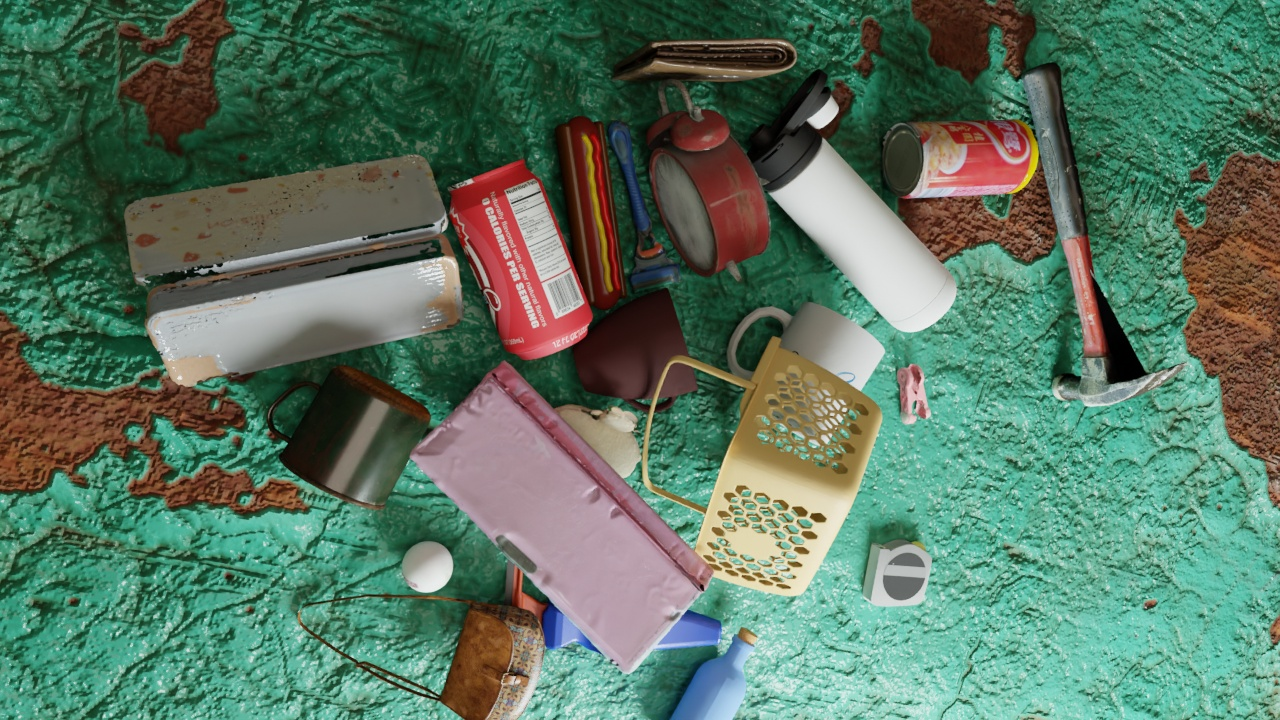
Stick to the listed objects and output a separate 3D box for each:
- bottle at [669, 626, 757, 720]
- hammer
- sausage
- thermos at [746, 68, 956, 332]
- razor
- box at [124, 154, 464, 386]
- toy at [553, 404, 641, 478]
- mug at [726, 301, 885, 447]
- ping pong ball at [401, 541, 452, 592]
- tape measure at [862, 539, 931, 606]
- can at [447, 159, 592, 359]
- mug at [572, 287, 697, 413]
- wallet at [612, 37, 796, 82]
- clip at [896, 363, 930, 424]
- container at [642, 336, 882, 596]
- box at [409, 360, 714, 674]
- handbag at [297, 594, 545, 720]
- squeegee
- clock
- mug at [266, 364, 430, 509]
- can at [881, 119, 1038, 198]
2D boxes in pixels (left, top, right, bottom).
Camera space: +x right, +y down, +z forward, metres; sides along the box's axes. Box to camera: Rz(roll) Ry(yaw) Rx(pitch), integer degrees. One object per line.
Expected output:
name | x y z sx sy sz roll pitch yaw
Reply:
bottle | 0.067 0.302 0.827 0.048 0.048 0.131 31 87 -20
hammer | 0.414 -0.116 0.859 0.036 0.141 0.326 -15 94 -16
sausage | -0.039 -0.117 0.740 0.040 0.040 0.155 -11 101 -17
thermos | 0.192 -0.131 0.793 0.230 0.068 0.101 42 109 -18
razor | -0.001 -0.129 0.762 0.044 0.018 0.141 -12 100 9
box | -0.249 -0.070 0.678 0.217 0.095 0.115 -13 132 -16
toy | -0.039 0.067 0.756 0.087 0.050 0.112 32 117 -17
mug | 0.135 0.002 0.800 0.119 0.083 0.096 33 86 8
ping pong ball | -0.170 0.165 0.734 0.040 0.040 0.040 -2 98 -18
tape measure | 0.249 0.206 0.892 0.065 0.017 0.064 7 95 -19
can | -0.092 -0.076 0.709 0.074 0.074 0.142 -24 104 -14
mug | -0.004 0.004 0.756 0.088 0.087 0.114 -17 131 2
wallet | 0.048 -0.233 0.721 0.121 0.099 0.027 -6 101 -17
clip | 0.254 0.034 0.870 0.044 0.023 0.060 -38 113 -12
container | 0.079 0.084 0.721 0.167 0.184 0.128 23 51 10
box | -0.066 0.124 0.689 0.232 0.100 0.106 47 45 -5
handbag | -0.175 0.226 0.727 0.195 0.043 0.093 18 94 -7
squeegee | -0.023 0.226 0.782 0.185 0.055 0.249 4 93 -3
clock | 0.053 -0.146 0.726 0.061 0.110 0.157 -25 111 -13
mug | -0.221 0.049 0.684 0.111 0.085 0.081 29 86 4
can | 0.285 -0.181 0.824 0.124 0.067 0.067 -6 99 -17
